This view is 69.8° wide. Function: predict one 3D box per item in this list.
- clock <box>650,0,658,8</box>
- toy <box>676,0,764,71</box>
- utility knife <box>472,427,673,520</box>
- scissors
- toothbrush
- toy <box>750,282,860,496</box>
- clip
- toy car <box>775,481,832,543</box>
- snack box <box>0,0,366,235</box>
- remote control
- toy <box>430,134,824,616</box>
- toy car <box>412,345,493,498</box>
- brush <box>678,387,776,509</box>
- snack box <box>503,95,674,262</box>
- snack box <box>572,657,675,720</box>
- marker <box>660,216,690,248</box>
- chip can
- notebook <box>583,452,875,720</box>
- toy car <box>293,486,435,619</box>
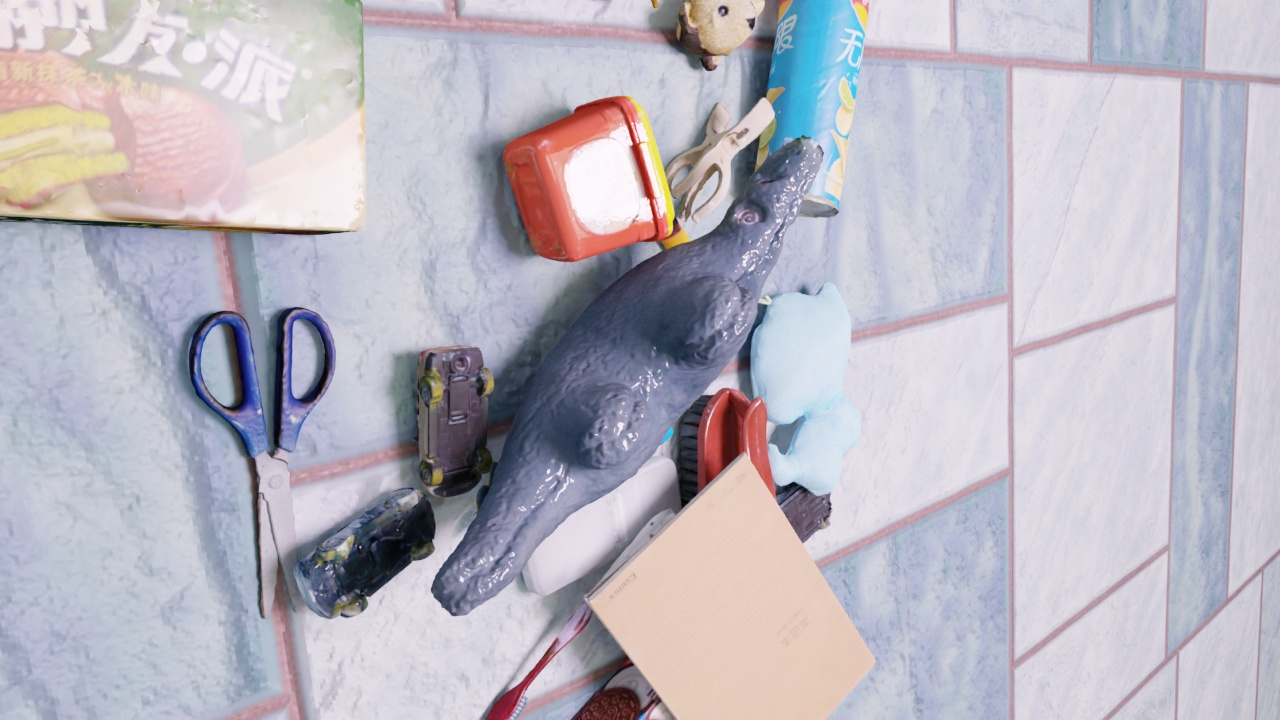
[{"bbox_3d":[-0.022,-0.281,0.568,0.122,0.055,0.082,37,71,-35],"label":"clock"},{"bbox_3d":[0.073,-0.284,0.643,0.105,0.066,0.157,32,81,-56],"label":"toy"},{"bbox_3d":[-0.046,0.074,0.606,0.160,0.034,0.018,-29,155,-34],"label":"utility knife"},{"bbox_3d":[-0.203,0.055,0.480,0.126,0.012,0.173,29,77,-41],"label":"scissors"},{"bbox_3d":[-0.036,0.173,0.618,0.187,0.016,0.017,-48,145,-17],"label":"toothbrush"},{"bbox_3d":[0.132,0.017,0.738,0.156,0.050,0.161,47,67,-25],"label":"toy"},{"bbox_3d":[0.051,-0.147,0.659,0.034,0.070,0.099,41,75,-35],"label":"clip"},{"bbox_3d":[0.121,0.130,0.755,0.105,0.031,0.049,-30,110,-39],"label":"toy car"},{"bbox_3d":[-0.241,-0.115,0.392,0.239,0.063,0.114,-3,96,-40],"label":"snack box"},{"bbox_3d":[-0.026,0.111,0.633,0.135,0.020,0.056,-21,108,-38],"label":"remote control"},{"bbox_3d":[-0.003,0.003,0.563,0.091,0.138,0.355,41,74,-5],"label":"toy"},{"bbox_3d":[-0.112,0.036,0.541,0.042,0.035,0.090,-9,106,-39],"label":"toy car"},{"bbox_3d":[0.069,0.092,0.681,0.063,0.069,0.146,-8,100,-41],"label":"brush"},{"bbox_3d":[-0.033,-0.109,0.566,0.080,0.082,0.091,-26,111,-25],"label":"snack box"},{"bbox_3d":[-0.023,0.278,0.631,0.207,0.057,0.058,-41,116,-30],"label":"snack box"},{"bbox_3d":[0.012,-0.104,0.645,0.124,0.018,0.015,53,22,-30],"label":"marker"},{"bbox_3d":[0.132,-0.219,0.699,0.071,0.071,0.210,10,89,-41],"label":"chip can"},{"bbox_3d":[0.072,0.191,0.644,0.149,0.012,0.211,-40,110,-20],"label":"notebook"},{"bbox_3d":[-0.152,0.106,0.514,0.090,0.034,0.043,-38,119,-48],"label":"toy car"}]
